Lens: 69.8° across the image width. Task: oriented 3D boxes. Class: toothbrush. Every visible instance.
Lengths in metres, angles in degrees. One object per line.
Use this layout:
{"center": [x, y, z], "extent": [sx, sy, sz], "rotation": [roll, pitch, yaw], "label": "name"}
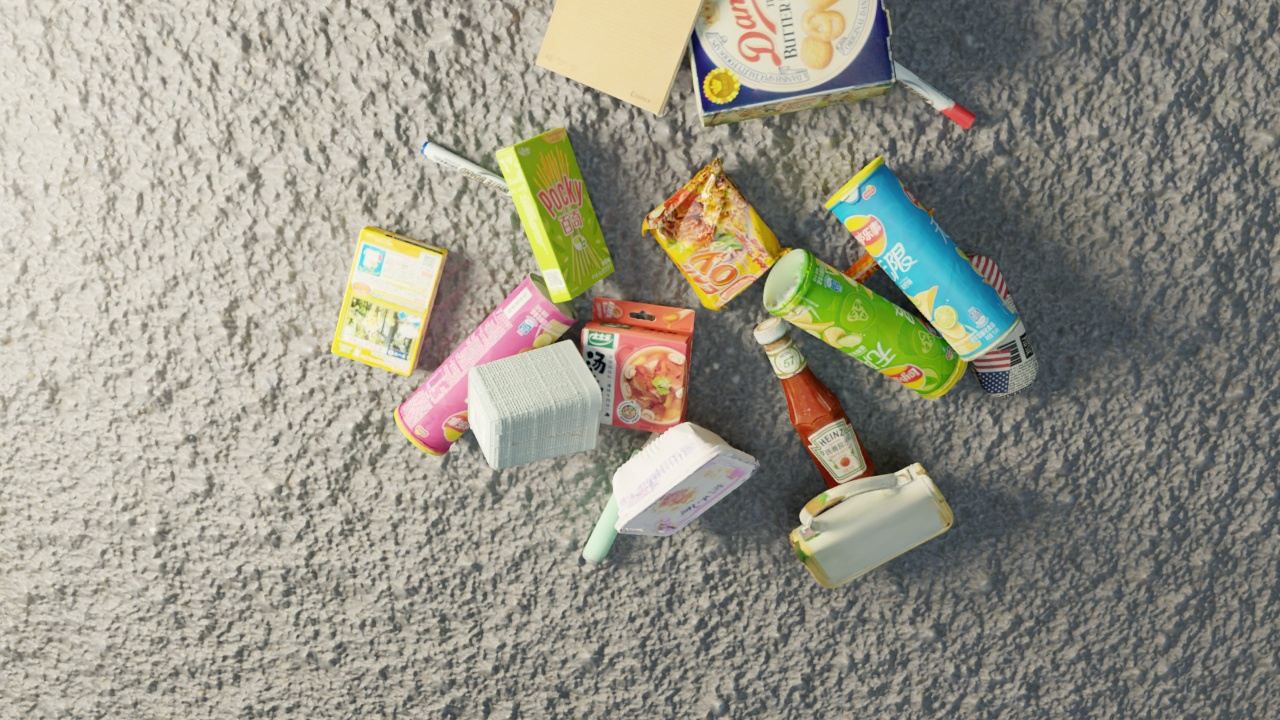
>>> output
{"center": [-0.008, 0.132, 1.023], "extent": [0.027, 0.026, 0.225], "rotation": [26, 105, 0], "label": "toothbrush"}

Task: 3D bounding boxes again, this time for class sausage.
{"center": [0.241, -0.103, 0.956], "extent": [0.165, 0.021, 0.021], "rotation": [-42, 103, 11], "label": "sausage"}

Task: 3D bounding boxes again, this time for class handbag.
{"center": [0.235, 0.161, 0.975], "extent": [0.163, 0.063, 0.179], "rotation": [-31, 142, 8], "label": "handbag"}

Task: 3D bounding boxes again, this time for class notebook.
{"center": [-0.005, -0.352, 0.847], "extent": [0.149, 0.012, 0.212], "rotation": [29, 107, 22], "label": "notebook"}

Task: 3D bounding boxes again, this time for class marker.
{"center": [0.269, -0.274, 0.906], "extent": [0.145, 0.017, 0.017], "rotation": [30, 104, -9], "label": "marker"}
{"center": [-0.153, -0.183, 0.929], "extent": [0.146, 0.017, 0.017], "rotation": [25, 105, -8], "label": "marker"}

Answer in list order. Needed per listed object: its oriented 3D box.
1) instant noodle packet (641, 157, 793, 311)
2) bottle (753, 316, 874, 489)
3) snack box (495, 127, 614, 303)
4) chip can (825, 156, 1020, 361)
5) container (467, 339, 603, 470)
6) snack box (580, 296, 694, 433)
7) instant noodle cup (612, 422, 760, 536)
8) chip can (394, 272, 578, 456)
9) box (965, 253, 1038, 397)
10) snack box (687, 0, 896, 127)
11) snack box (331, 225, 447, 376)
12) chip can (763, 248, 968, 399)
{"center": [0.077, -0.123, 0.938], "extent": [0.111, 0.044, 0.128], "rotation": [-38, 104, 14], "label": "instant noodle packet"}
{"center": [0.183, 0.047, 0.981], "extent": [0.060, 0.059, 0.206], "rotation": [-29, 106, 8], "label": "bottle"}
{"center": [-0.081, -0.145, 0.908], "extent": [0.026, 0.085, 0.156], "rotation": [-8, 109, 36], "label": "snack box"}
{"center": [0.277, -0.099, 0.903], "extent": [0.071, 0.071, 0.210], "rotation": [-42, 92, 11], "label": "chip can"}
{"center": [-0.108, 0.046, 0.913], "extent": [0.111, 0.090, 0.090], "rotation": [-13, 138, -24], "label": "container"}
{"center": [-0.006, 0.006, 0.961], "extent": [0.113, 0.044, 0.127], "rotation": [8, 108, 13], "label": "snack box"}
{"center": [0.041, 0.121, 0.961], "extent": [0.138, 0.173, 0.060], "rotation": [-39, 69, 10], "label": "instant noodle cup"}
{"center": [-0.161, 0.005, 0.959], "extent": [0.211, 0.071, 0.071], "rotation": [-44, 103, 11], "label": "chip can"}
{"center": [0.365, -0.038, 0.972], "extent": [0.072, 0.059, 0.164], "rotation": [-19, 106, 25], "label": "box"}
{"center": [0.130, -0.323, 0.844], "extent": [0.182, 0.045, 0.178], "rotation": [-9, 91, 7], "label": "snack box"}
{"center": [-0.262, -0.061, 0.958], "extent": [0.087, 0.033, 0.140], "rotation": [17, 105, -6], "label": "snack box"}
{"center": [0.227, -0.036, 0.931], "extent": [0.221, 0.072, 0.073], "rotation": [26, 105, -19], "label": "chip can"}
